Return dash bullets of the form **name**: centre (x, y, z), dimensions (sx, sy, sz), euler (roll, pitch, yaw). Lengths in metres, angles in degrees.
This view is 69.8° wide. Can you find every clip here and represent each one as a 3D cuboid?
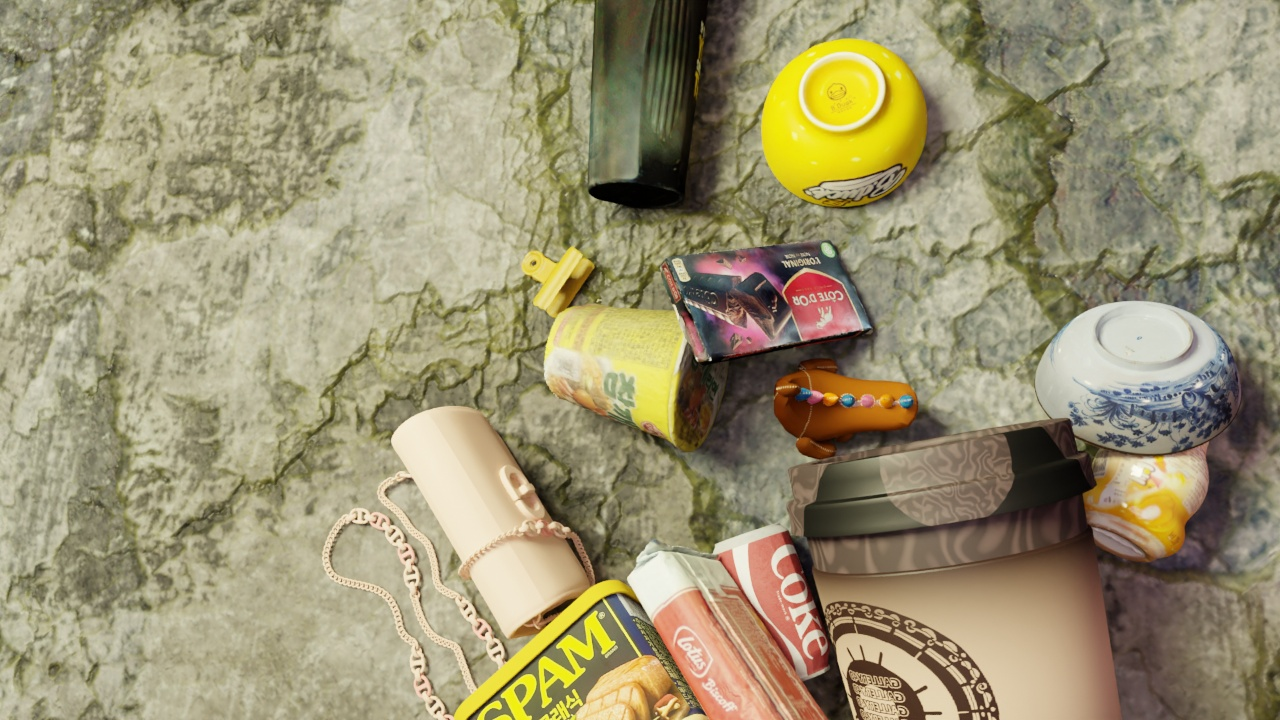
- **clip**: centre (-0.068, -0.065, 0.691), dimensions (0.048, 0.045, 0.054), euler (34, 90, -9)

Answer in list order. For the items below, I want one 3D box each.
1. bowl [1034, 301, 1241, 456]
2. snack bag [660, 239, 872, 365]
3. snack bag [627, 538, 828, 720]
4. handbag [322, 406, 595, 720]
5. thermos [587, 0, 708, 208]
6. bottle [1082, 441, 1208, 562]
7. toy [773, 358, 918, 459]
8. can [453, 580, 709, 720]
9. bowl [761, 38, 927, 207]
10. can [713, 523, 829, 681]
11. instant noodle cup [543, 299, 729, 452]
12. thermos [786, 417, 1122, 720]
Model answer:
- **bowl**: centre (0.301, 0.000, 0.555), dimensions (0.114, 0.045, 0.114), euler (-11, 43, 10)
- **snack bag**: centre (0.085, -0.041, 0.607), dimensions (0.154, 0.018, 0.074), euler (-11, 71, -35)
- **snack bag**: centre (0.073, 0.200, 0.509), dimensions (0.041, 0.077, 0.225), euler (-47, 54, 13)
- **handbag**: centre (-0.138, 0.152, 0.621), dimensions (0.187, 0.116, 0.198), euler (-37, 74, 4)
- **thermos**: centre (0.003, -0.228, 0.673), dimensions (0.098, 0.098, 0.220), euler (4, 86, 14)
- **bottle**: centre (0.313, 0.067, 0.561), dimensions (0.063, 0.063, 0.109), euler (31, 76, 16)
- **toy**: centre (0.131, 0.026, 0.592), dimensions (0.090, 0.103, 0.070), euler (-1, 78, 20)
- **can**: centre (-0.028, 0.220, 0.548), dimensions (0.135, 0.075, 0.104), euler (-42, 49, 1)
- **bowl**: centre (0.141, -0.173, 0.641), dimensions (0.117, 0.067, 0.117), euler (-2, 79, 12)
- **can**: centre (0.086, 0.160, 0.601), dimensions (0.054, 0.054, 0.096), euler (-21, 76, 8)
- **instant noodle cup**: centre (-0.004, 0.004, 0.633), dimensions (0.108, 0.102, 0.102), euler (12, 83, 23)
- **thermos**: centre (0.186, 0.159, 0.526), dimensions (0.173, 0.172, 0.226), euler (-12, 84, 11)
